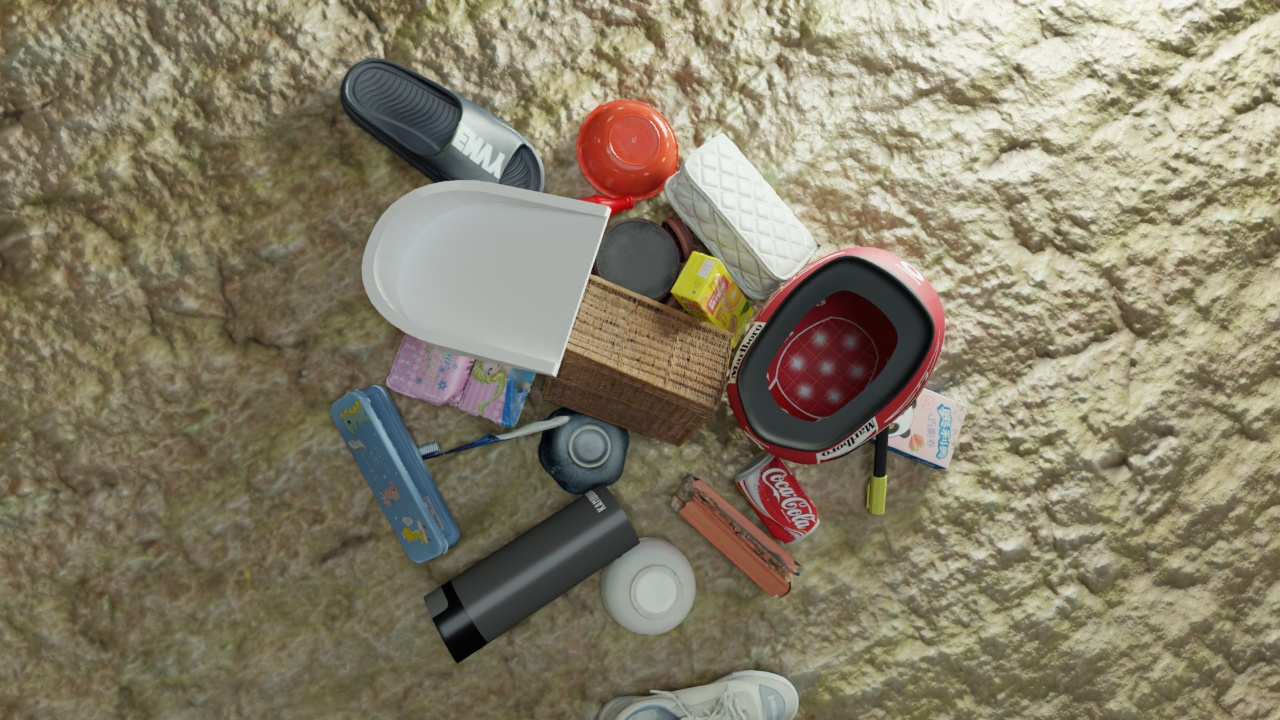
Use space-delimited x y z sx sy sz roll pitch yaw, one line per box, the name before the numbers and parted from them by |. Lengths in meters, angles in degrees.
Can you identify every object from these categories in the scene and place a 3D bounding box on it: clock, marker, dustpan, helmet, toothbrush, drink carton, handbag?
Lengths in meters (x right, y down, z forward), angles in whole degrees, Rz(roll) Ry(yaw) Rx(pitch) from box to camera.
clock | 0.006 -0.112 1.097 0.157 0.072 0.120 3 85 -10
marker | 0.295 0.131 1.138 0.021 0.017 0.124 9 108 29
dustpan | -0.183 -0.104 0.998 0.258 0.053 0.191 11 77 26
helmet | 0.216 0.000 1.041 0.197 0.225 0.271 42 86 10
toothbrush | -0.170 0.087 1.055 0.189 0.016 0.017 -14 77 3
drink carton | 0.087 -0.069 1.079 0.043 0.134 0.058 23 78 32
handbag | 0.121 -0.173 1.113 0.195 0.073 0.138 50 46 -3

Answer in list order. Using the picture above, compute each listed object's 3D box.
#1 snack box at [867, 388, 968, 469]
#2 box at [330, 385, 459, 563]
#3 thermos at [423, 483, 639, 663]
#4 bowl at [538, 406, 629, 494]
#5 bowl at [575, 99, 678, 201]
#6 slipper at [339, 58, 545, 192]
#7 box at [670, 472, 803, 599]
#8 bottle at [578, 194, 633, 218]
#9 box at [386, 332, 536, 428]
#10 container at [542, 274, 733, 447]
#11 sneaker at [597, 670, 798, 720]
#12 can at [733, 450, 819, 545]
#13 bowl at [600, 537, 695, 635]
snack box | 0.330 0.072 1.163 0.154 0.033 0.088 21 83 -8
box | -0.279 0.129 1.025 0.068 0.059 0.210 -27 90 6
thermos | -0.123 0.238 1.037 0.240 0.082 0.082 -31 91 -12
bowl | -0.063 0.101 1.075 0.110 0.055 0.110 1 84 -11
bowl | -0.012 -0.263 1.120 0.130 0.045 0.130 1 85 -11
slipper | -0.225 -0.269 1.063 0.268 0.083 0.110 33 78 -5
box | 0.121 0.202 1.106 0.188 0.056 0.063 43 42 -6
bottle | -0.066 -0.178 1.107 0.119 0.036 0.036 -16 88 -12
box | -0.177 -0.050 1.048 0.159 0.035 0.230 18 81 15
container | -0.006 0.006 1.046 0.198 0.113 0.113 21 52 -8
sneaker | 0.074 0.416 1.055 0.242 0.091 0.089 -4 85 -12
can | 0.165 0.165 1.107 0.064 0.064 0.105 -36 92 -12
bowl | 0.013 0.266 1.070 0.113 0.063 0.113 1 86 -10
